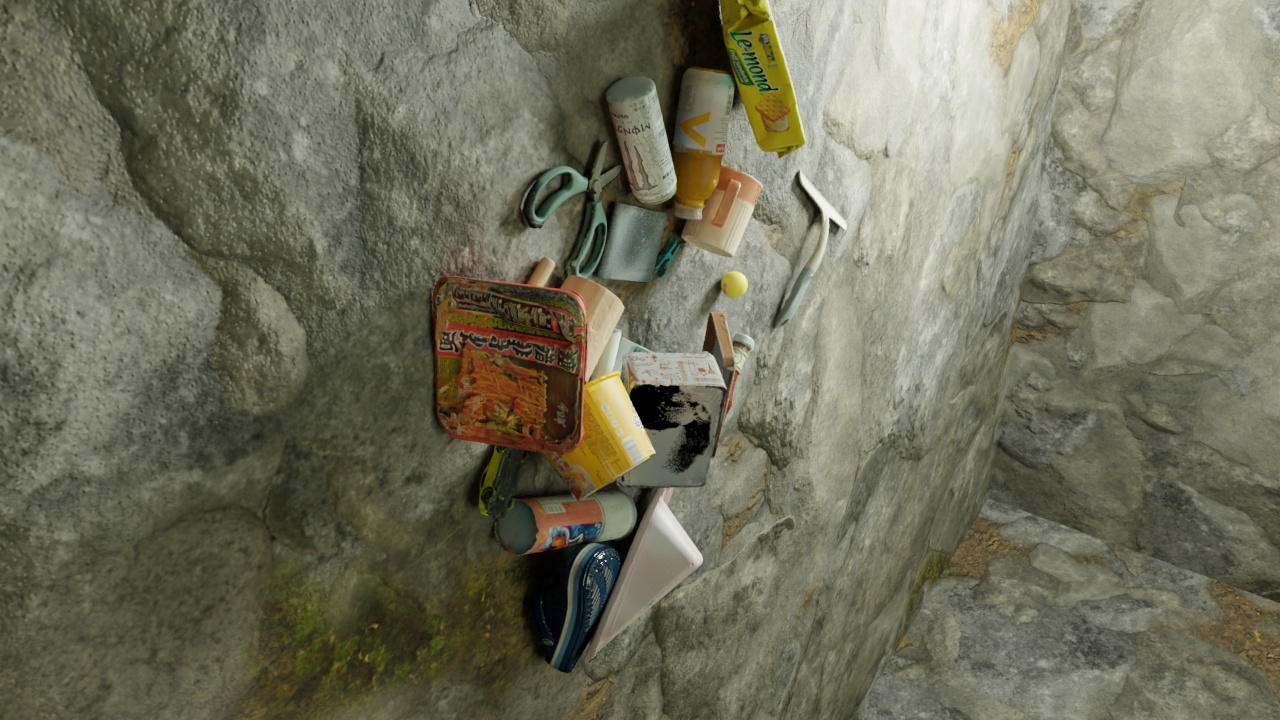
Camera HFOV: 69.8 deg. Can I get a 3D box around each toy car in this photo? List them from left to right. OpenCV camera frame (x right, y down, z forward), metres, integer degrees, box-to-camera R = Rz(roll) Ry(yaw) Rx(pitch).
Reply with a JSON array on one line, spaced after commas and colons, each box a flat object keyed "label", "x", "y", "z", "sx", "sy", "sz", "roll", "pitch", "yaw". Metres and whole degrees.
[{"label": "toy car", "x": -0.164, "y": 0.132, "z": 1.078, "sx": 0.048, "sy": 0.032, "sz": 0.105, "roll": 42, "pitch": 60, "yaw": -55}]

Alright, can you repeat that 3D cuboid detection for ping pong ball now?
[{"label": "ping pong ball", "x": 0.142, "y": -0.115, "z": 1.393, "sx": 0.040, "sy": 0.040, "sz": 0.040, "roll": -32, "pitch": 131, "yaw": -45}]

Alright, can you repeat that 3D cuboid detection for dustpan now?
[{"label": "dustpan", "x": -0.011, "y": 0.294, "z": 1.344, "sx": 0.273, "sy": 0.139, "sz": 0.222, "roll": -39, "pitch": 168, "yaw": -5}]

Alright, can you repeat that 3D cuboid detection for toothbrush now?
[{"label": "toothbrush", "x": -0.060, "y": 0.066, "z": 1.170, "sx": 0.026, "sy": 0.027, "sz": 0.221, "roll": 24, "pitch": 77, "yaw": -68}]

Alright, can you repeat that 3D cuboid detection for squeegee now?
[{"label": "squeegee", "x": 0.290, "y": -0.167, "z": 1.588, "sx": 0.246, "sy": 0.039, "sz": 0.246, "roll": 24, "pitch": 87, "yaw": -58}]

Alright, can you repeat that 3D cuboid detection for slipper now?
[{"label": "slipper", "x": -0.096, "y": 0.323, "z": 1.233, "sx": 0.104, "sy": 0.095, "sz": 0.253, "roll": -57, "pitch": 165, "yaw": -47}]

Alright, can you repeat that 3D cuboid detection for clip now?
[{"label": "clip", "x": 0.035, "y": -0.141, "z": 1.245, "sx": 0.055, "sy": 0.014, "sz": 0.039, "roll": -62, "pitch": 147, "yaw": -14}]

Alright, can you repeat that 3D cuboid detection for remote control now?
[{"label": "remote control", "x": -0.007, "y": 0.007, "z": 1.254, "sx": 0.135, "sy": 0.019, "sz": 0.056, "roll": 25, "pitch": 86, "yaw": -58}]

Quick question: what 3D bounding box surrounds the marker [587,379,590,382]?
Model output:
[{"label": "marker", "x": -0.090, "y": 0.029, "z": 1.148, "sx": 0.123, "sy": 0.015, "sz": 0.018, "roll": 8, "pitch": 101, "yaw": -60}]

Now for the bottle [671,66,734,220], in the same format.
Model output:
[{"label": "bottle", "x": 0.075, "y": -0.277, "z": 1.181, "sx": 0.067, "sy": 0.068, "sz": 0.190, "roll": -16, "pitch": 120, "yaw": -52}]

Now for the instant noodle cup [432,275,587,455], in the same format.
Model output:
[{"label": "instant noodle cup", "x": -0.129, "y": 0.000, "z": 0.960, "sx": 0.079, "sy": 0.164, "sz": 0.189, "roll": -57, "pitch": 154, "yaw": -64}]

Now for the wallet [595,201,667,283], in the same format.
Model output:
[{"label": "wallet", "x": -0.010, "y": -0.148, "z": 1.172, "sx": 0.120, "sy": 0.019, "sz": 0.097, "roll": -2, "pitch": 110, "yaw": -57}]

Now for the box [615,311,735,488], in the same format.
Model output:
[{"label": "box", "x": 0.037, "y": 0.050, "z": 1.259, "sx": 0.207, "sy": 0.158, "sz": 0.181, "roll": -94, "pitch": -170, "yaw": -54}]

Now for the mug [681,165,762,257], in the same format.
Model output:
[{"label": "mug", "x": 0.111, "y": -0.204, "z": 1.244, "sx": 0.114, "sy": 0.081, "sz": 0.106, "roll": -145, "pitch": -103, "yaw": -87}]

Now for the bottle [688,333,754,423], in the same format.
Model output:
[{"label": "bottle", "x": 0.120, "y": 0.052, "z": 1.433, "sx": 0.205, "sy": 0.060, "sz": 0.060, "roll": -62, "pitch": 147, "yaw": -14}]

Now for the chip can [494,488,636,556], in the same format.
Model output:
[{"label": "chip can", "x": -0.092, "y": 0.206, "z": 1.186, "sx": 0.214, "sy": 0.071, "sz": 0.071, "roll": 8, "pitch": 100, "yaw": -57}]

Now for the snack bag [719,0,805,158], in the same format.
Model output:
[{"label": "snack bag", "x": 0.150, "y": -0.392, "z": 1.178, "sx": 0.247, "sy": 0.068, "sz": 0.157, "roll": 61, "pitch": 18, "yaw": -49}]

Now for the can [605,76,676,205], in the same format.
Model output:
[{"label": "can", "x": 0.003, "y": -0.260, "z": 1.091, "sx": 0.058, "sy": 0.058, "sz": 0.147, "roll": -49, "pitch": 142, "yaw": -30}]

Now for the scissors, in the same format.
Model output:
[{"label": "scissors", "x": -0.080, "y": -0.174, "z": 1.052, "sx": 0.181, "sy": 0.019, "sz": 0.170, "roll": 1, "pitch": 107, "yaw": -55}]

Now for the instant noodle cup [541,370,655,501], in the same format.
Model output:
[{"label": "instant noodle cup", "x": -0.055, "y": 0.093, "z": 1.086, "sx": 0.138, "sy": 0.110, "sz": 0.138, "roll": -31, "pitch": 174, "yaw": -4}]

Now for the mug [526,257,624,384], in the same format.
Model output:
[{"label": "mug", "x": -0.091, "y": -0.045, "z": 1.060, "sx": 0.124, "sy": 0.084, "sz": 0.103, "roll": 36, "pitch": 73, "yaw": -29}]
